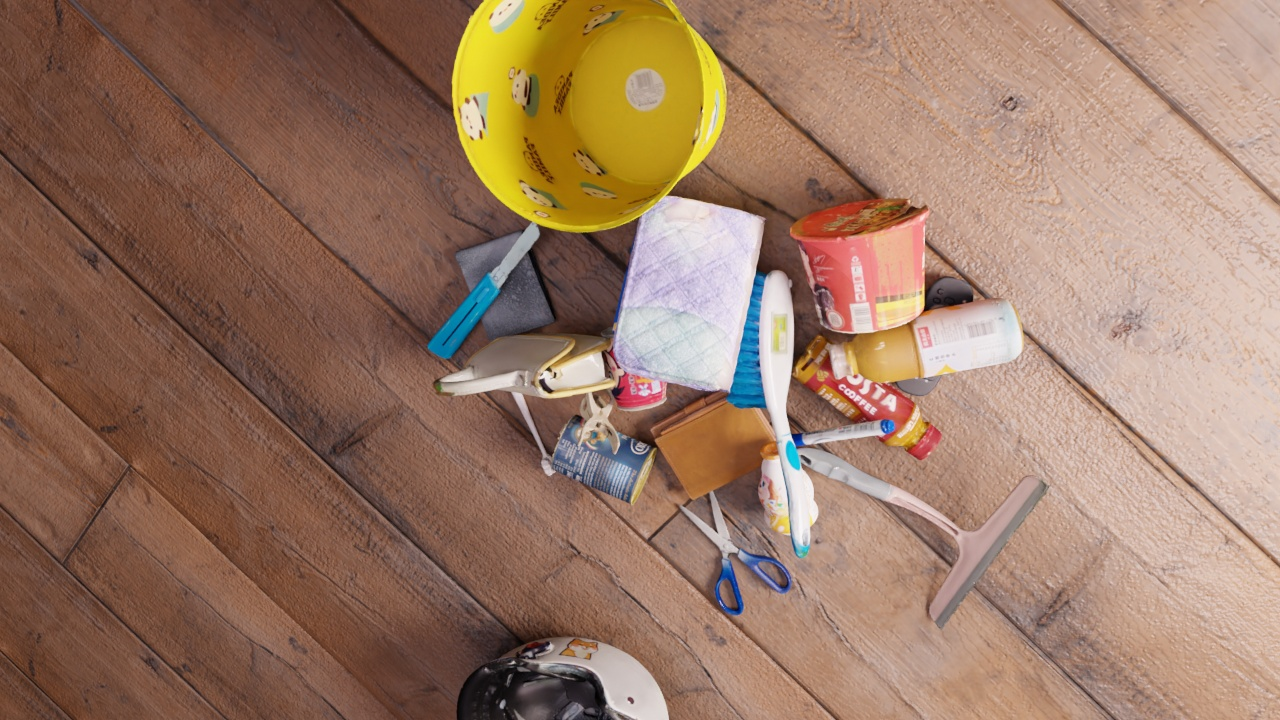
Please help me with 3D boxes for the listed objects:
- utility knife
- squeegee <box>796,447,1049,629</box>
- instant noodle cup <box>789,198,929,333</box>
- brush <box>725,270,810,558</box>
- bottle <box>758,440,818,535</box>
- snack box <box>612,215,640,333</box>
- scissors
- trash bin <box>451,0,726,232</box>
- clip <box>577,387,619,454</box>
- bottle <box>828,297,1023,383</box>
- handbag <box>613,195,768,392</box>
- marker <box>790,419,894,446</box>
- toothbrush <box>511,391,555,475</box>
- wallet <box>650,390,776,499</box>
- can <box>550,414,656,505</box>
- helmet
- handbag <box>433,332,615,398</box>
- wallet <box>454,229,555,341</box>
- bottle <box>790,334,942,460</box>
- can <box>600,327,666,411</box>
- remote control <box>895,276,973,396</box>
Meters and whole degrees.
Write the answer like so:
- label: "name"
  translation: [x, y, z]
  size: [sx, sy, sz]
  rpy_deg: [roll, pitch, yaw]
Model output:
- label: "utility knife"
  translation: [-0.188, -0.082, 1.109]
  size: [0.034, 0.018, 0.239]
  rpy_deg: [46, 121, 3]
- label: "squeegee"
  translation: [0.289, 0.159, 1.051]
  size: [0.250, 0.040, 0.248]
  rpy_deg: [28, 128, 12]
- label: "instant noodle cup"
  translation: [0.230, -0.097, 0.950]
  size: [0.138, 0.137, 0.109]
  rpy_deg: [-6, 112, 17]
- label: "brush"
  translation: [0.139, 0.052, 1.004]
  size: [0.110, 0.060, 0.314]
  rpy_deg: [4, 95, 47]
- label: "bottle"
  translation: [0.167, 0.146, 1.060]
  size: [0.063, 0.063, 0.108]
  rpy_deg: [-8, 115, 18]
- label: "snack box"
  translation: [0.027, -0.097, 1.023]
  size: [0.084, 0.026, 0.157]
  rpy_deg: [13, 88, -1]
- label: "scissors"
  translation: [0.111, 0.245, 1.140]
  size: [0.162, 0.012, 0.164]
  rpy_deg: [21, 109, 11]
- label: "trash bin"
  translation: [-0.025, -0.256, 0.906]
  size: [0.230, 0.254, 0.230]
  rpy_deg: [4, 106, 15]
- label: "clip"
  translation: [-0.052, 0.067, 1.088]
  size: [0.071, 0.100, 0.035]
  rpy_deg: [14, 130, -17]
- label: "bottle"
  translation: [0.293, -0.016, 0.955]
  size: [0.190, 0.068, 0.068]
  rpy_deg: [-11, 102, 12]
- label: "handbag"
  translation: [0.049, -0.071, 0.972]
  size: [0.134, 0.075, 0.194]
  rpy_deg: [13, 90, 1]
- label: "marker"
  translation: [0.219, 0.082, 1.023]
  size: [0.146, 0.016, 0.017]
  rpy_deg: [-16, 102, 49]
- label: "toothbrush"
  translation: [-0.148, 0.064, 1.159]
  size: [0.016, 0.016, 0.180]
  rpy_deg: [-20, 99, 18]
- label: "wallet"
  translation: [0.087, 0.090, 1.090]
  size: [0.131, 0.035, 0.119]
  rpy_deg: [-29, 96, 19]
- label: "can"
  translation: [-0.046, 0.119, 1.114]
  size: [0.111, 0.075, 0.075]
  rpy_deg: [22, 110, 9]
- label: "helmet"
  translation: [-0.080, 0.448, 1.175]
  size: [0.274, 0.156, 0.230]
  rpy_deg: [4, 108, 26]
- label: "handbag"
  translation: [-0.139, 0.008, 1.036]
  size: [0.164, 0.178, 0.063]
  rpy_deg: [5, 104, 49]
- label: "wallet"
  translation: [-0.164, -0.090, 1.121]
  size: [0.097, 0.019, 0.121]
  rpy_deg: [-15, 102, 22]
- label: "bottle"
  translation: [0.252, 0.043, 1.019]
  size: [0.175, 0.057, 0.058]
  rpy_deg: [36, 111, 4]
- label: "can"
  translation: [-0.006, 0.006, 1.076]
  size: [0.067, 0.066, 0.094]
  rpy_deg: [-7, 103, 17]
- label: "remote control"
  translation: [0.318, -0.027, 0.998]
  size: [0.053, 0.024, 0.136]
  rpy_deg: [20, 107, 6]
